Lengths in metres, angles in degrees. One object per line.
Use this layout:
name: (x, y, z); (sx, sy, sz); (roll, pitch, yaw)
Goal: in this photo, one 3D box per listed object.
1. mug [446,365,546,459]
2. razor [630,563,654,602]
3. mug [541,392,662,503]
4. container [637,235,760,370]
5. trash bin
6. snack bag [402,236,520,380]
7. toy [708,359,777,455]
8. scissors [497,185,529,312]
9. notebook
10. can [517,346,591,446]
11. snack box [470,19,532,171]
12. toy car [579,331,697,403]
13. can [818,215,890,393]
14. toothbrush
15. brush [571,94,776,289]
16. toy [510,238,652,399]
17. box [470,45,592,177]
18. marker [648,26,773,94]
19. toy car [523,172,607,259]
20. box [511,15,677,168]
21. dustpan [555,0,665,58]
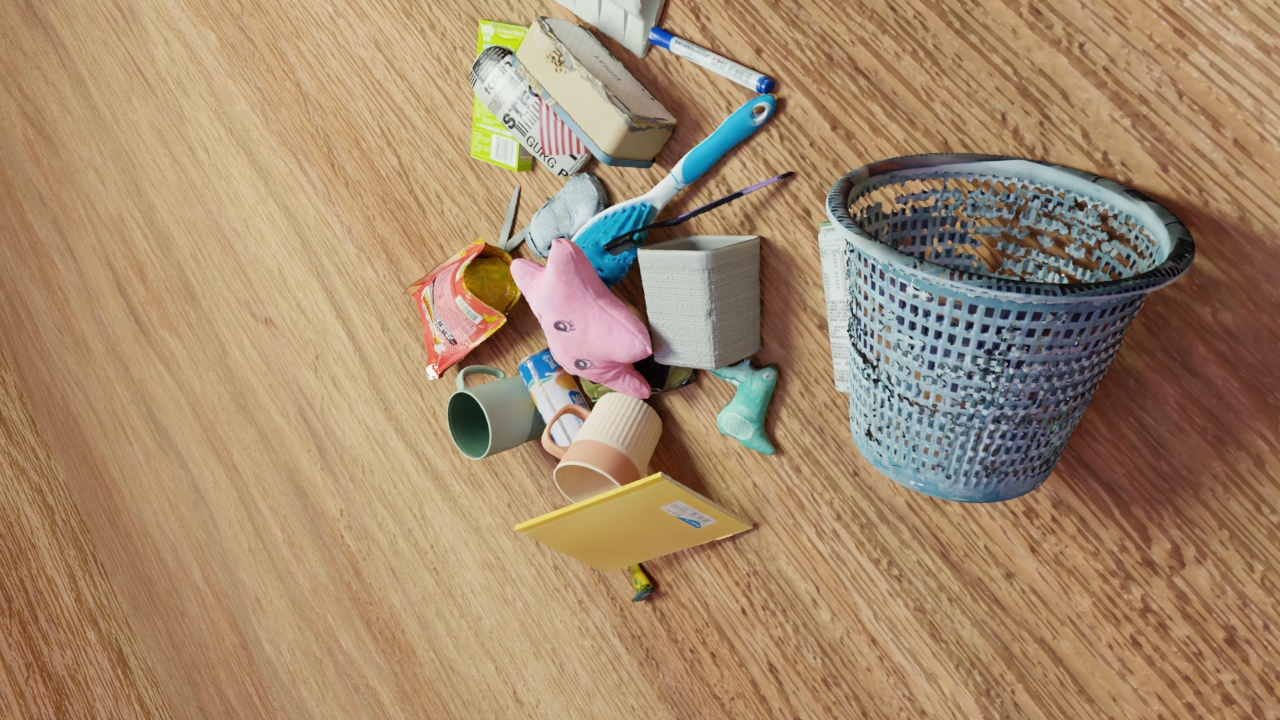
mug: (-0.171, 0.053, 1.100); (0.082, 0.106, 0.111); (-44, 71, 42)
razor: (-0.029, 0.219, 1.068); (0.132, 0.028, 0.043); (52, 153, 15)
mug: (-0.044, 0.090, 0.966); (0.114, 0.105, 0.082); (30, 141, -1)
container: (0.060, -0.056, 0.871); (0.090, 0.090, 0.114); (8, 110, 42)
trash bin: (0.235, -0.017, 0.650); (0.227, 0.225, 0.195); (28, 131, 35)
snack bag: (-0.230, -0.064, 1.138); (0.208, 0.073, 0.128); (-28, 78, 49)
toy: (0.101, 0.037, 0.895); (0.096, 0.030, 0.092); (26, 115, 20)
scissors: (-0.172, -0.128, 1.119); (0.160, 0.014, 0.178); (11, 107, 39)
notebook: (-0.009, 0.173, 0.952); (0.207, 0.146, 0.010); (-26, 46, 35)
can: (-0.090, 0.054, 1.062); (0.053, 0.053, 0.134); (-40, 74, 42)
snack box: (-0.153, -0.301, 1.042); (0.086, 0.026, 0.156); (24, 117, 36)
toy car: (-0.006, 0.006, 0.981); (0.158, 0.042, 0.070); (-15, 92, 42)
can: (0.186, -0.048, 0.774); (0.058, 0.058, 0.147); (-1, 100, 43)
toothbrush: (0.052, -0.135, 0.847); (0.189, 0.014, 0.017); (-20, 116, 13)
brush: (0.008, -0.148, 0.901); (0.060, 0.109, 0.316); (39, 143, -19)
toy: (-0.051, -0.039, 0.903); (0.179, 0.074, 0.195); (17, 142, 44)
box: (-0.118, -0.265, 0.981); (0.164, 0.055, 0.070); (44, 105, 3)
marker: (0.064, -0.279, 0.853); (0.146, 0.016, 0.017); (36, 123, 31)
toy car: (-0.083, -0.157, 1.010); (0.121, 0.036, 0.054); (-35, 77, 41)
box: (-0.042, -0.262, 0.907); (0.184, 0.089, 0.061); (53, 124, 21)
dustpan: (-0.020, -0.476, 0.882); (0.223, 0.142, 0.258); (42, 155, 27)
